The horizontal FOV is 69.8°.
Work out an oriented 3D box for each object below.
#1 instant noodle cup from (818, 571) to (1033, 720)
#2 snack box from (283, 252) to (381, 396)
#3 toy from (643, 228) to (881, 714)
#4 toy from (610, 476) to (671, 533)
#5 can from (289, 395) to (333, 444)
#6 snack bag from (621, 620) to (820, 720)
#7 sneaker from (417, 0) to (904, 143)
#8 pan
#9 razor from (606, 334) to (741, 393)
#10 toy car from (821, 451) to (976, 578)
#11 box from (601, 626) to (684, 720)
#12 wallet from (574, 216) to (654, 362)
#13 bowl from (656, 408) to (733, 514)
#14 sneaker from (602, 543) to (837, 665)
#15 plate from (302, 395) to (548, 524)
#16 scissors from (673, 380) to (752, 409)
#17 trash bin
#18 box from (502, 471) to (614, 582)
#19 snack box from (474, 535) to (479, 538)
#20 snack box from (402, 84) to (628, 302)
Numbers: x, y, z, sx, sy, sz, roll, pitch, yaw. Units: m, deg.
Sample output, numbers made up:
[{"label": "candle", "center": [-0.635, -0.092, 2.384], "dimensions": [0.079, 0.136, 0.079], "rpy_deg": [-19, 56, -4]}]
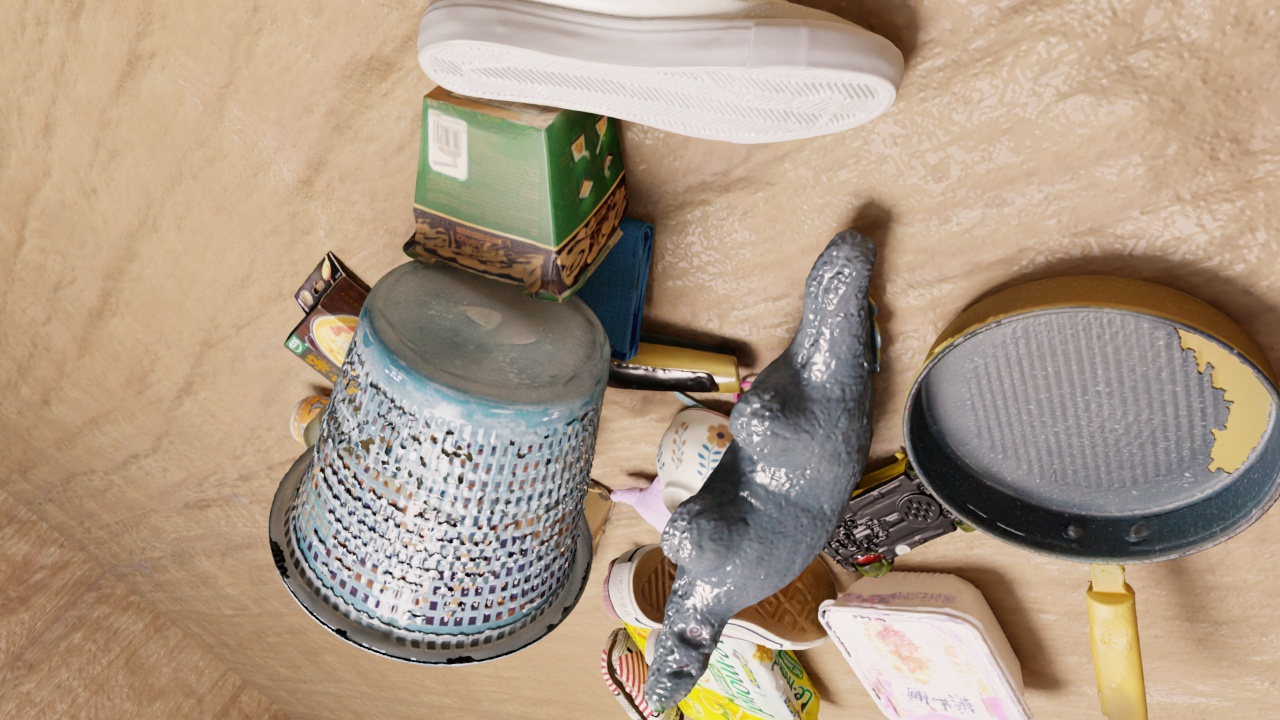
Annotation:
[{"label": "instant noodle cup", "center": [0.243, 0.238, 0.758], "dimensions": [0.138, 0.060, 0.173], "rpy_deg": [-9, 127, 42]}, {"label": "snack box", "center": [-0.272, -0.023, 0.860], "dimensions": [0.125, 0.053, 0.114], "rpy_deg": [40, 143, -17]}, {"label": "toy", "center": [0.089, 0.081, 0.614], "dimensions": [0.091, 0.137, 0.357], "rpy_deg": [32, 111, 29]}, {"label": "toy", "center": [0.032, 0.143, 0.822], "dimensions": [0.084, 0.038, 0.108], "rpy_deg": [-22, 123, 42]}, {"label": "can", "center": [-0.302, 0.075, 0.977], "dimensions": [0.146, 0.058, 0.058], "rpy_deg": [9, 137, 28]}, {"label": "snack bag", "center": [0.081, 0.294, 0.931], "dimensions": [0.158, 0.068, 0.246], "rpy_deg": [-1, 131, 37]}, {"label": "sneaker", "center": [0.012, -0.175, 0.467], "dimensions": [0.242, 0.090, 0.089], "rpy_deg": [8, 170, 3]}, {"label": "pan", "center": [0.279, 0.112, 0.556], "dimensions": [0.198, 0.078, 0.357], "rpy_deg": [-5, 126, 33]}, {"label": "razor", "center": [-0.004, 0.004, 0.682], "dimensions": [0.168, 0.067, 0.062], "rpy_deg": [6, 135, 23]}, {"label": "toy car", "center": [0.188, 0.106, 0.663], "dimensions": [0.071, 0.041, 0.156], "rpy_deg": [44, 127, -13]}, {"label": "box", "center": [0.010, 0.352, 0.992], "dimensions": [0.060, 0.071, 0.164], "rpy_deg": [6, 138, 41]}, {"label": "wallet", "center": [-0.058, -0.062, 0.648], "dimensions": [0.133, 0.040, 0.106], "rpy_deg": [18, 116, 21]}, {"label": "bowl", "center": [0.056, 0.099, 0.723], "dimensions": [0.113, 0.062, 0.114], "rpy_deg": [29, 148, 20]}, {"label": "sneaker", "center": [0.061, 0.192, 0.757], "dimensions": [0.240, 0.118, 0.088], "rpy_deg": [13, 159, -35]}, {"label": "plate", "center": [-0.171, 0.080, 0.791], "dimensions": [0.230, 0.229, 0.027], "rpy_deg": [22, 100, 14]}, {"label": "scissors", "center": [0.082, 0.058, 0.714], "dimensions": [0.133, 0.017, 0.134], "rpy_deg": [33, 148, 6]}, {"label": "trash bin", "center": [-0.115, 0.048, 0.601], "dimensions": [0.226, 0.225, 0.196], "rpy_deg": [27, 125, 8]}, {"label": "box", "center": [-0.087, 0.179, 0.933], "dimensions": [0.090, 0.062, 0.185], "rpy_deg": [27, 141, 9]}, {"label": "snack box", "center": [-0.190, 0.134, 0.927], "dimensions": [0.074, 0.051, 0.175], "rpy_deg": [42, 160, -12]}, {"label": "snack box", "center": [-0.074, -0.119, 0.552], "dimensions": [0.118, 0.117, 0.106], "rpy_deg": [17, 136, 16]}]
